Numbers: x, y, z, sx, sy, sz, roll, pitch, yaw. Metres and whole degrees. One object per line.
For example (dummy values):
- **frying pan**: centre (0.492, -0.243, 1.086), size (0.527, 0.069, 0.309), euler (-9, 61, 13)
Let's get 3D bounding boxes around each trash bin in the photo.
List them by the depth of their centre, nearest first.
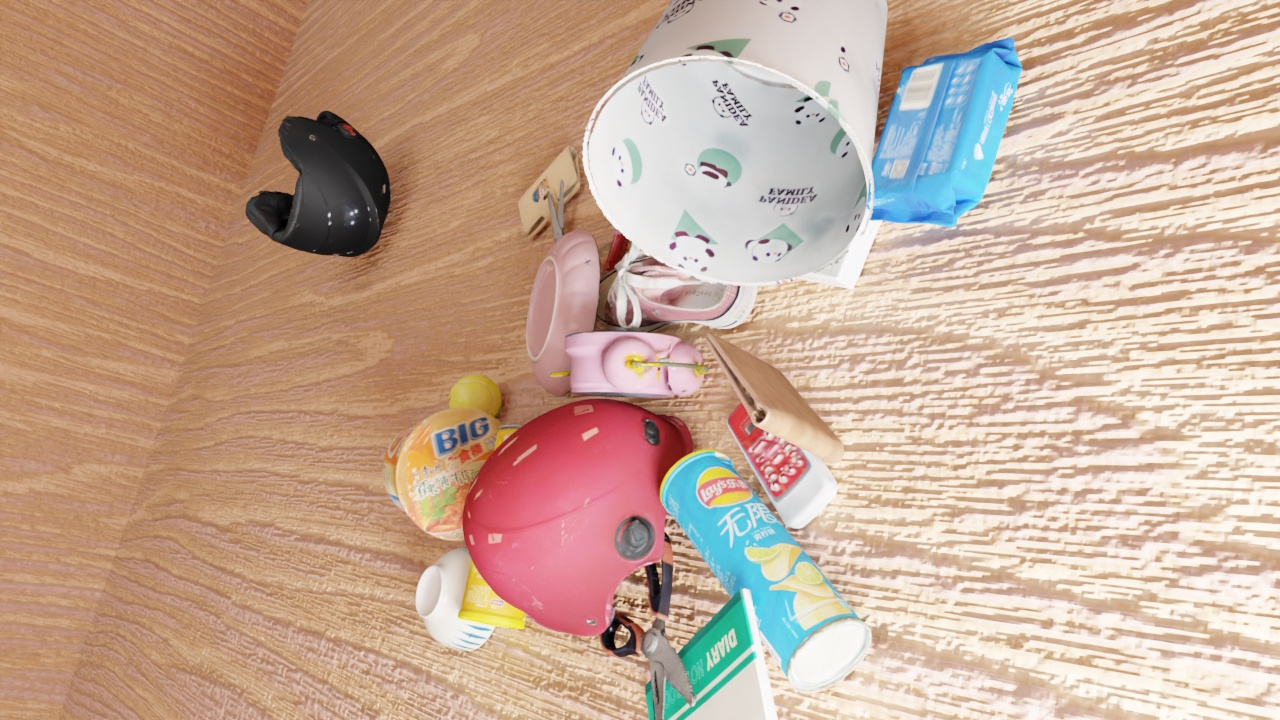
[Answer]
- **trash bin**: centre (0.098, -0.231, 0.776), size (0.230, 0.229, 0.251), euler (-21, 39, 44)

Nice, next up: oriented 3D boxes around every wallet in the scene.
- **wallet**: centre (0.108, 0.029, 0.750), size (0.020, 0.101, 0.115), euler (-49, 39, 17)
- **wallet**: centre (-0.123, -0.223, 1.233), size (0.115, 0.024, 0.087), euler (-40, 47, 29)

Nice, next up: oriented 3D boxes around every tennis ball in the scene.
- **tennis ball**: centre (-0.208, 0.050, 1.156), size (0.066, 0.065, 0.065), euler (-27, 52, 40)

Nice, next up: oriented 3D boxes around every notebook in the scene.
- **notebook**: centre (0.050, 0.285, 0.697), size (0.210, 0.012, 0.150), euler (120, 150, -46)

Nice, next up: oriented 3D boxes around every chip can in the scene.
- **chip can**: centre (0.092, 0.158, 0.725), size (0.071, 0.071, 0.210), euler (-56, 38, 13)
- **chip can**: centre (-0.143, 0.180, 1.002), size (0.072, 0.072, 0.213), euler (-13, 62, 47)

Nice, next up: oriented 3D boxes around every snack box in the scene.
- **snack box**: centre (0.147, -0.119, 0.840), size (0.157, 0.027, 0.084), euler (21, 88, 53)

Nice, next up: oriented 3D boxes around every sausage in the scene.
- **sausage**: centre (-0.019, -0.154, 1.071), size (0.020, 0.020, 0.155), euler (6, 76, 52)

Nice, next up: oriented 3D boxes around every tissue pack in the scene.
- **tissue pack**: centre (0.241, -0.178, 0.735), size (0.095, 0.052, 0.157), euler (12, 81, 55)

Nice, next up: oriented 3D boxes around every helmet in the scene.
- **helmet**: centre (-0.074, 0.126, 0.866), size (0.240, 0.144, 0.207), euler (-55, 30, 2)
- **helmet**: centre (-0.568, -0.316, 1.663), size (0.234, 0.230, 0.274), euler (-41, 35, 40)

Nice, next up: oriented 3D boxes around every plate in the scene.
- **plate**: centre (-0.095, -0.056, 1.043), size (0.193, 0.039, 0.192), euler (-172, 90, -69)

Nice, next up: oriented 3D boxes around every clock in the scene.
- **clock**: centre (-0.005, 0.005, 0.892), size (0.159, 0.117, 0.059), euler (-6, 80, 51)

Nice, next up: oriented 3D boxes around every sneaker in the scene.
- **sneaker**: centre (0.010, -0.075, 0.933), size (0.241, 0.087, 0.118), euler (6, 75, 55)

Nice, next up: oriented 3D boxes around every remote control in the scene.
- **remote control**: centre (0.117, 0.078, 0.778), size (0.056, 0.020, 0.136), euler (-50, 40, 20)

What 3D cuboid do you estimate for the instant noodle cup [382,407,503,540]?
- **instant noodle cup**: centre (-0.230, 0.131, 1.084), size (0.112, 0.151, 0.151), euler (-4, 68, 59)

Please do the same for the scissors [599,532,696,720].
- **scissors**: centre (0.007, 0.233, 0.794), size (0.225, 0.015, 0.188), euler (-28, 41, 58)

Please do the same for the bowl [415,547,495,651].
- **bowl**: centre (-0.213, 0.268, 1.047), size (0.117, 0.066, 0.116), euler (-27, 52, 41)

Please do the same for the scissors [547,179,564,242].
- **scissors**: centre (-0.108, -0.145, 1.168), size (0.144, 0.012, 0.170), euler (-57, 43, 19)
